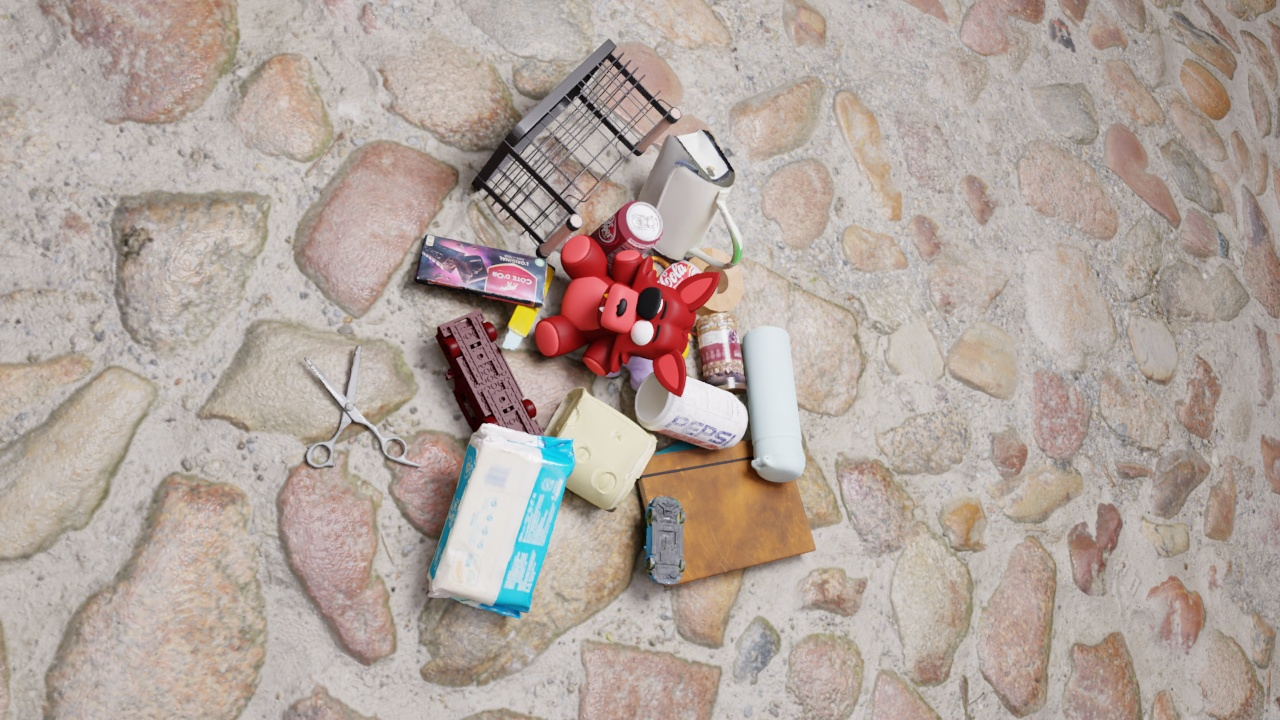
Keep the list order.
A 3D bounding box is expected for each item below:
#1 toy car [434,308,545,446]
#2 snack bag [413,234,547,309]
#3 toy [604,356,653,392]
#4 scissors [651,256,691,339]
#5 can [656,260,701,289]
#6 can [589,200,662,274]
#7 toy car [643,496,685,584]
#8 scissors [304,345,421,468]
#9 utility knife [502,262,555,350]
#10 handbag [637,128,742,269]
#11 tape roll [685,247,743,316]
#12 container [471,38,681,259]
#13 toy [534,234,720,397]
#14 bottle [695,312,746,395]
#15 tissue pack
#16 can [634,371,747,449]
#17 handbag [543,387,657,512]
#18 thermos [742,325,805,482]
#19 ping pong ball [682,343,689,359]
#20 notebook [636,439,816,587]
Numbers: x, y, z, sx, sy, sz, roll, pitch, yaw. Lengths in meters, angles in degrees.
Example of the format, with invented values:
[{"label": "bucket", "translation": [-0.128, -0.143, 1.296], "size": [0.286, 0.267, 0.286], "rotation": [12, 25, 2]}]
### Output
[{"label": "toy car", "translation": [-0.178, 0.032, 1.064], "size": [0.070, 0.062, 0.170], "rotation": [-27, 89, -32]}, {"label": "snack bag", "translation": [-0.189, -0.107, 1.100], "size": [0.155, 0.018, 0.074], "rotation": [11, 52, -14]}, {"label": "toy", "translation": [-0.007, 0.007, 1.183], "size": [0.080, 0.036, 0.099], "rotation": [-42, 94, -20]}, {"label": "scissors", "translation": [0.028, -0.076, 1.239], "size": [0.073, 0.013, 0.131], "rotation": [-21, 88, -29]}, {"label": "can", "translation": [0.036, -0.077, 1.200], "size": [0.064, 0.064, 0.104], "rotation": [46, 72, -10]}, {"label": "can", "translation": [-0.021, -0.157, 1.175], "size": [0.063, 0.114, 0.063], "rotation": [9, 71, -27]}, {"label": "toy car", "translation": [0.027, 0.217, 1.105], "size": [0.048, 0.032, 0.105], "rotation": [9, 67, -25]}, {"label": "scissors", "translation": [-0.308, 0.063, 1.012], "size": [0.171, 0.014, 0.141], "rotation": [33, 66, -18]}, {"label": "utility knife", "translation": [-0.136, -0.070, 1.112], "size": [0.030, 0.017, 0.175], "rotation": [27, 38, -10]}, {"label": "handbag", "translation": [0.070, -0.190, 1.191], "size": [0.073, 0.152, 0.176], "rotation": [-18, 65, -32]}, {"label": "tape roll", "translation": [0.097, -0.109, 1.277], "size": [0.094, 0.027, 0.094], "rotation": [9, 71, -27]}, {"label": "container", "translation": [-0.079, -0.263, 1.146], "size": [0.130, 0.163, 0.240], "rotation": [44, 60, -11]}, {"label": "toy", "translation": [-0.017, -0.056, 1.104], "size": [0.120, 0.197, 0.158], "rotation": [25, 83, -62]}, {"label": "bottle", "translation": [0.108, -0.007, 1.237], "size": [0.056, 0.056, 0.105], "rotation": [0, 75, -29]}, {"label": "tissue pack", "translation": [-0.151, 0.171, 1.002], "size": [0.117, 0.066, 0.209], "rotation": [17, 92, -22]}, {"label": "can", "translation": [0.065, 0.064, 1.158], "size": [0.136, 0.078, 0.078], "rotation": [21, 66, -36]}, {"label": "handbag", "translation": [-0.054, 0.108, 1.100], "size": [0.119, 0.081, 0.111], "rotation": [35, 74, -19]}, {"label": "thermos", "translation": [0.178, 0.059, 1.234], "size": [0.077, 0.065, 0.206], "rotation": [14, 60, -33]}, {"label": "ping pong ball", "translation": [0.044, -0.016, 1.213], "size": [0.040, 0.040, 0.040], "rotation": [9, 71, -27]}, {"label": "notebook", "translation": [0.103, 0.183, 1.190], "size": [0.248, 0.014, 0.178], "rotation": [-6, 72, -30]}]
